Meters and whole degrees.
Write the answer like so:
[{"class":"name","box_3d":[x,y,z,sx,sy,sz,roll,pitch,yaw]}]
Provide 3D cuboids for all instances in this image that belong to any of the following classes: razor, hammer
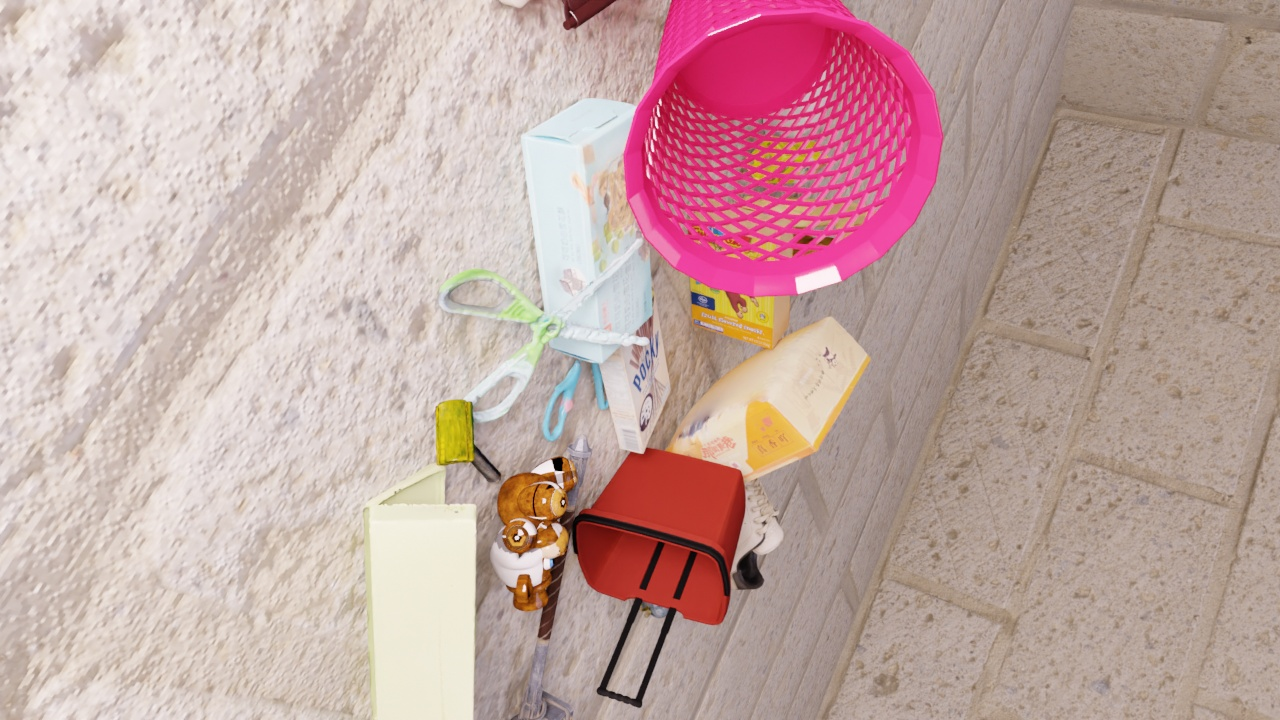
[{"class":"razor","box_3d":[-0.114,0.065,0.628,0.106,0.026,0.042,75,6,-66]},{"class":"hammer","box_3d":[-0.079,0.216,0.793,0.098,0.044,0.322,-13,117,-61]}]

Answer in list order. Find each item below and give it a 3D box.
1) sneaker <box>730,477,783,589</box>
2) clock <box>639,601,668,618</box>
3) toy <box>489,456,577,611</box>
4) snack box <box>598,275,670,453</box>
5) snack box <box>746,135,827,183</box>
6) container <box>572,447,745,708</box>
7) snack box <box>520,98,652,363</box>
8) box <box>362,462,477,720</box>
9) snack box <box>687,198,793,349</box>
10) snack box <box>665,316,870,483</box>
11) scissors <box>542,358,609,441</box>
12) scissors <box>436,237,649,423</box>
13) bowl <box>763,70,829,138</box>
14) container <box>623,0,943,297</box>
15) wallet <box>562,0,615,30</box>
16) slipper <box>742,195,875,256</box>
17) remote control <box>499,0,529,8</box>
[{"class":"sneaker","box_3d":[0.127,0.180,1.113,0.088,0.102,0.242,-30,132,-55]},{"class":"clock","box_3d":[0.036,0.236,1.026,0.129,0.052,0.090,-35,137,-53]},{"class":"toy","box_3d":[-0.082,0.136,0.702,0.087,0.067,0.113,-71,159,-72]},{"class":"snack box","box_3d":[-0.005,0.005,0.795,0.150,0.026,0.081,79,28,-49]},{"class":"snack box","box_3d":[0.156,-0.210,0.964,0.040,0.029,0.147,-40,170,29]},{"class":"container","box_3d":[0.011,0.188,0.830,0.127,0.148,0.200,83,26,-42]},{"class":"snack box","box_3d":[-0.034,-0.089,0.649,0.074,0.053,0.175,-44,141,-42]},{"class":"box","box_3d":[-0.148,0.170,0.607,0.077,0.089,0.188,-8,120,-29]},{"class":"snack box","box_3d":[0.096,-0.082,0.881,0.040,0.088,0.126,-50,148,-37]},{"class":"snack box","box_3d":[0.116,0.049,0.929,0.196,0.080,0.144,-36,-169,50]},{"class":"scissors","box_3d":[-0.040,0.005,0.757,0.136,0.015,0.125,-67,154,-3]},{"class":"scissors","box_3d":[-0.064,-0.019,0.618,0.171,0.023,0.169,13,108,-37]},{"class":"bowl","box_3d":[0.169,-0.276,0.948,0.109,0.040,0.110,-44,144,-45]},{"class":"container","box_3d":[0.082,-0.184,0.621,0.225,0.183,0.183,-90,177,-50]},{"class":"wallet","box_3d":[-0.034,-0.264,0.529,0.091,0.018,0.116,-49,131,-37]},{"class":"slipper","box_3d":[0.187,-0.141,1.014,0.262,0.100,0.078,-10,106,-58]},{"class":"remote control","box_3d":[-0.050,-0.257,0.544,0.125,0.018,0.038,-57,152,-29]}]
